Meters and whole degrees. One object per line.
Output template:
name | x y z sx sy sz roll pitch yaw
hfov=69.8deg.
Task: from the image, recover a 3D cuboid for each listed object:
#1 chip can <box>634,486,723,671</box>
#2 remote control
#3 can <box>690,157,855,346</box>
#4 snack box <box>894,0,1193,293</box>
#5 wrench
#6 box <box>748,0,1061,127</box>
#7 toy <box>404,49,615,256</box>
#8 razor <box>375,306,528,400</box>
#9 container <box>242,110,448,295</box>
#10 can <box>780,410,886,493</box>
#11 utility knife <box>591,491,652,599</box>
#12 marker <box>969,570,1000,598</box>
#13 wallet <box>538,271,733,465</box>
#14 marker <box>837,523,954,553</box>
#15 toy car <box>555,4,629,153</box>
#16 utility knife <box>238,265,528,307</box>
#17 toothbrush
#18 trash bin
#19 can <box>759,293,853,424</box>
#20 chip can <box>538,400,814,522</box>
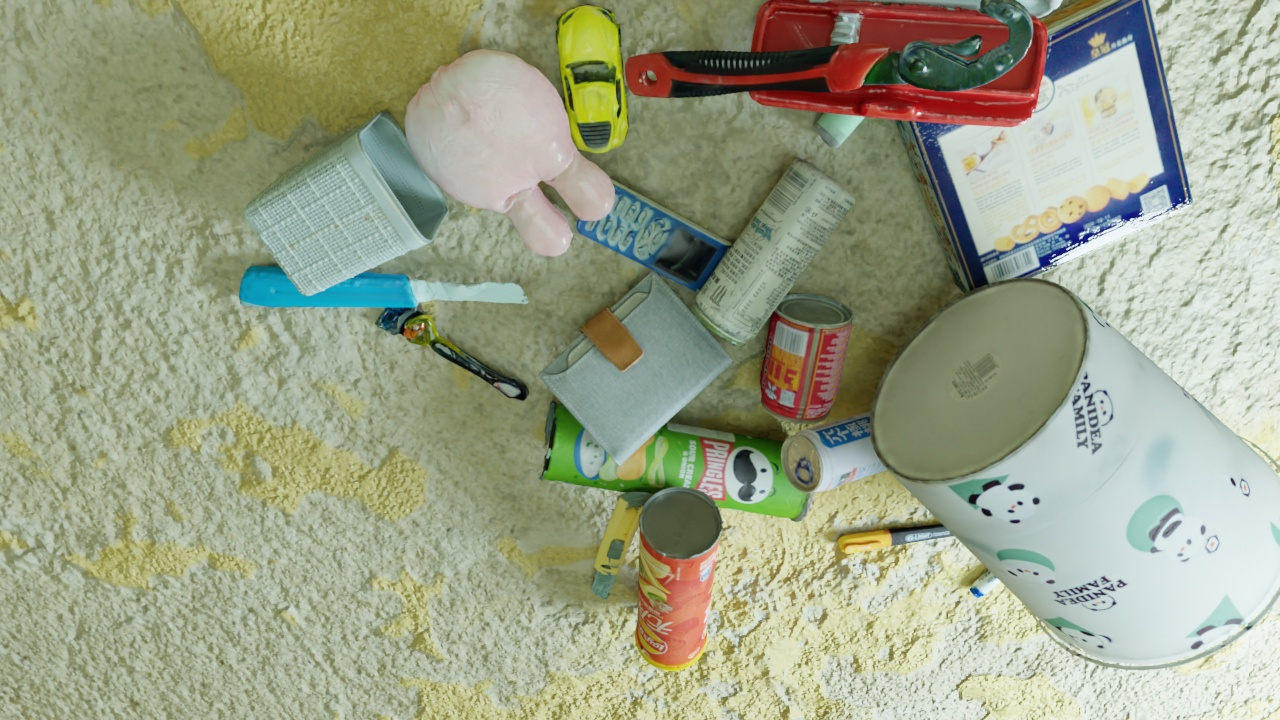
chip can | 0.032 0.200 0.825 0.073 0.073 0.217 -1 137 -2
remote control | 0.011 -0.100 0.734 0.125 0.024 0.049 26 113 -19
can | 0.103 -0.084 0.722 0.058 0.058 0.147 30 108 -17
snack box | 0.308 -0.161 0.705 0.178 0.045 0.182 -24 116 11
wrench | 0.115 -0.200 0.617 0.274 0.016 0.056 2 132 25
box | 0.173 -0.222 0.613 0.201 0.100 0.110 8 96 10
toy | -0.097 -0.151 0.683 0.121 0.054 0.159 -35 109 26
razor | -0.155 -0.004 0.777 0.142 0.022 0.043 35 112 -19
container | -0.219 -0.114 0.682 0.111 0.090 0.090 -24 115 13
can | 0.186 0.073 0.782 0.134 0.053 0.053 -12 122 -31
utility knife | -0.022 0.172 0.845 0.031 0.021 0.202 18 143 0
marker | 0.382 0.184 0.902 0.017 0.016 0.146 35 110 -19
wallet | -0.004 0.004 0.750 0.129 0.037 0.106 -42 95 -4
marker | 0.254 0.172 0.891 0.124 0.015 0.018 -8 122 -1
toy car | -0.035 -0.205 0.674 0.048 0.032 0.105 -5 116 0
utility knife | -0.208 -0.056 0.742 0.234 0.018 0.034 2 112 1
toothbrush | 0.210 -0.248 0.667 0.027 0.026 0.225 48 110 19
trash bin | 0.331 0.082 0.720 0.252 0.229 0.230 37 110 -22
can | 0.137 -0.001 0.767 0.066 0.066 0.094 3 117 -4
chip can | 0.032 0.089 0.807 0.236 0.072 0.072 10 116 -7
